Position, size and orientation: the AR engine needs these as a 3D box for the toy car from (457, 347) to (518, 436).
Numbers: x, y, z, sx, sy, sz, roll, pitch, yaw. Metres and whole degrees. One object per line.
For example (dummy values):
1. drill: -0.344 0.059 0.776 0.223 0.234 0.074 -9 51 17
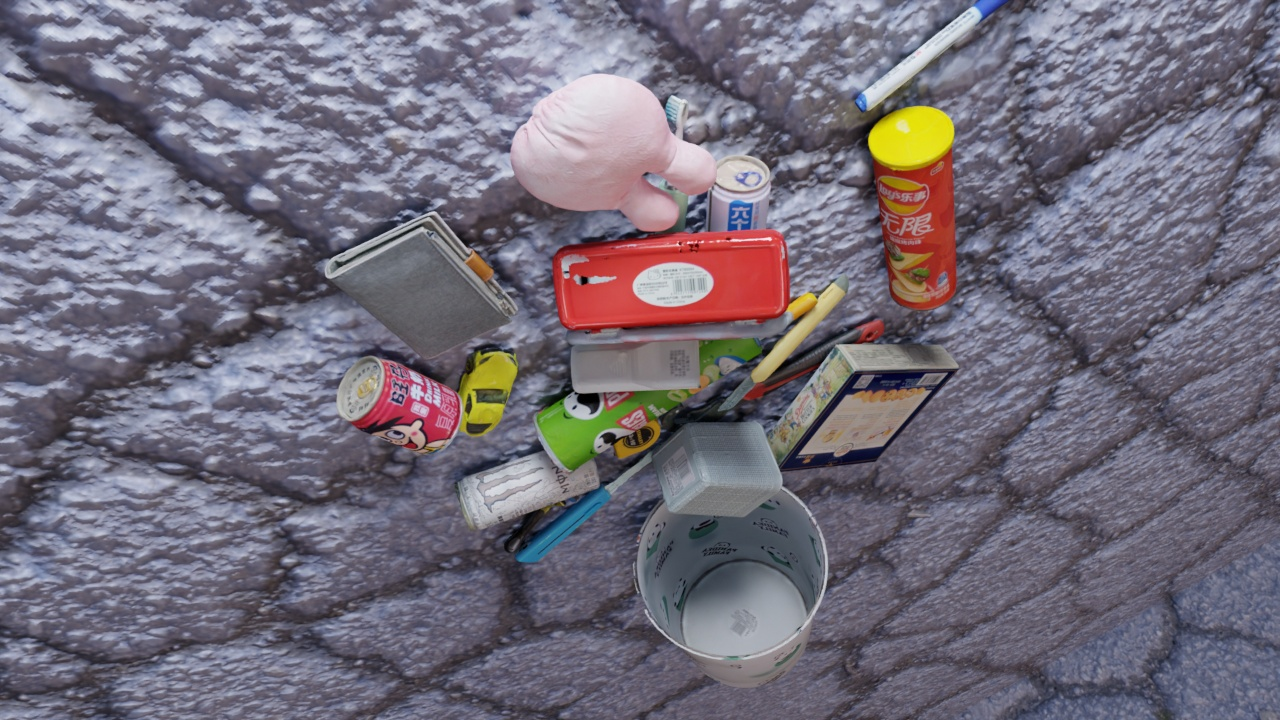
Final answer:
1. toy car: -0.147 0.032 0.871 0.048 0.032 0.105 1 133 -28

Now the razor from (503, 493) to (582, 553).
1. razor: -0.119 0.179 1.059 0.042 0.022 0.143 33 123 -11

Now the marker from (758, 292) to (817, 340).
1. marker: 0.130 -0.033 0.963 0.124 0.015 0.018 -34 139 14

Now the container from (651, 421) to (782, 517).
1. container: 0.082 0.123 1.038 0.111 0.090 0.090 6 143 -36

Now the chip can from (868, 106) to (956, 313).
1. chip can: 0.262 -0.136 0.873 0.073 0.073 0.217 -26 142 0

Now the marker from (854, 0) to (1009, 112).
1. marker: 0.243 -0.259 0.767 0.146 0.017 0.017 -37 140 14

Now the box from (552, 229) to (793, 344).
1. box: 0.031 -0.060 0.810 0.201 0.100 0.110 -3 104 11

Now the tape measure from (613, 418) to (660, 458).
1. tape measure: -0.009 0.074 0.995 0.057 0.029 0.060 -20 141 -6

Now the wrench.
1. wrench: 0.149 0.019 1.029 0.273 0.016 0.056 -24 142 -2

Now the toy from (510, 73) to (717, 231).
1. toy: -0.020 -0.154 0.709 0.159 0.054 0.122 24 129 -36

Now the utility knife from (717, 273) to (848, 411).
1. utility knife: 0.155 -0.013 0.983 0.031 0.021 0.202 26 108 -41

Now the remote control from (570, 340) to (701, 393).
1. remote control: -0.005 0.005 0.866 0.125 0.049 0.024 -3 179 13

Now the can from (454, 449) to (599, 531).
1. can: -0.119 0.131 0.975 0.146 0.058 0.058 -18 141 -9

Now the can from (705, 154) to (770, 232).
1. can: 0.084 -0.113 0.815 0.053 0.053 0.135 -16 140 -13

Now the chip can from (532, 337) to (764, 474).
1. chip can: 0.008 0.022 0.913 0.236 0.072 0.072 -33 141 7

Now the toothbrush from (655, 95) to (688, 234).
1. toothbrush: 0.026 -0.125 0.792 0.026 0.027 0.225 -46 155 -36

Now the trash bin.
1. trash bin: 0.125 0.298 1.178 0.229 0.229 0.252 -24 147 -3

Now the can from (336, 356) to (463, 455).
1. can: -0.214 0.040 0.816 0.067 0.066 0.093 -40 139 16

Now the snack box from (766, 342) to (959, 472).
1. snack box: 0.259 0.056 1.092 0.177 0.045 0.183 -1 137 -34

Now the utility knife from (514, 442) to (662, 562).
1. utility knife: -0.057 0.168 1.084 0.235 0.018 0.034 -41 138 16

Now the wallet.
1. wallet: -0.173 -0.060 0.751 0.107 0.037 0.130 -23 141 13
